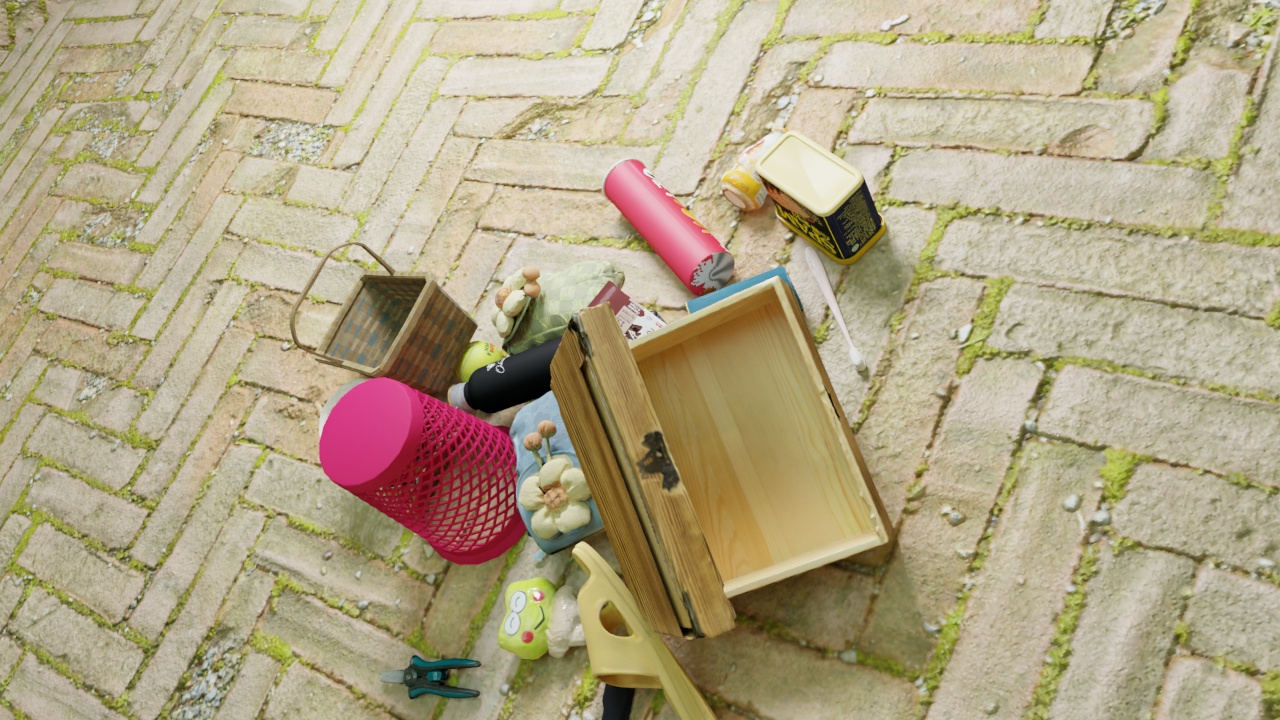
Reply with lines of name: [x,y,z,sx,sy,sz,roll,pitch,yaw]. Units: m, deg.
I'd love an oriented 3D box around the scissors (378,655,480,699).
scissors: [-0.245,0.366,1.077,0.140,0.019,0.128,-49,59,6]

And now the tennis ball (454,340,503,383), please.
tennis ball: [-0.214,0.006,1.218,0.065,0.065,0.065,-12,60,22]

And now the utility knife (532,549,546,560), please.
utility knife: [-0.058,0.179,1.077,0.179,0.016,0.022,-38,53,4]

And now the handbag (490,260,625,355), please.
handbag: [-0.115,-0.077,1.167,0.187,0.117,0.113,-18,54,38]

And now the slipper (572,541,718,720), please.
slipper: [-0.005,0.305,0.920,0.078,0.099,0.263,-36,64,-7]

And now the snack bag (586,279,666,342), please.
snack bag: [0.009,-0.030,1.096,0.158,0.013,0.057,38,71,3]

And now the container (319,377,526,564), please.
container: [-0.250,0.123,1.078,0.183,0.226,0.182,-12,60,22]

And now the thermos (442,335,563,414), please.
thermos: [-0.153,0.023,1.141,0.232,0.061,0.061,-19,58,24]

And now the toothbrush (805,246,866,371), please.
toothbrush: [0.221,-0.064,1.054,0.016,0.018,0.181,-25,56,14]

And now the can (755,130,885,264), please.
can: [0.208,-0.192,1.071,0.075,0.104,0.135,-45,54,0]

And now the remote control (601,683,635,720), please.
remote control: [-0.028,0.369,0.964,0.032,0.015,0.136,2,66,29]

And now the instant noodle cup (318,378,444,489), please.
instant noodle cup: [-0.351,0.092,1.218,0.137,0.112,0.137,-13,60,23]

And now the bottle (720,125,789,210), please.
bottle: [0.151,-0.243,1.154,0.063,0.063,0.108,34,83,36]

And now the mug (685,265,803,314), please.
mug: [0.124,-0.058,1.071,0.121,0.078,0.078,-25,56,9]

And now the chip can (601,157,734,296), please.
chip can: [0.033,-0.174,1.178,0.069,0.069,0.220,-41,54,4]

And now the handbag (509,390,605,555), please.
handbag: [-0.092,0.118,1.053,0.122,0.118,0.191,-26,57,17]

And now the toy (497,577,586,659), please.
toy: [-0.104,0.290,1.029,0.115,0.046,0.092,0,62,19]

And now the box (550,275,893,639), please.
box: [0.037,0.095,0.842,0.282,0.314,0.279,-24,82,17]

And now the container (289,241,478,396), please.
container: [-0.356,-0.055,1.214,0.250,0.186,0.157,8,68,53]

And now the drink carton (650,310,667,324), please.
drink carton: [-0.007,0.007,1.124,0.064,0.040,0.129,-5,63,26]
